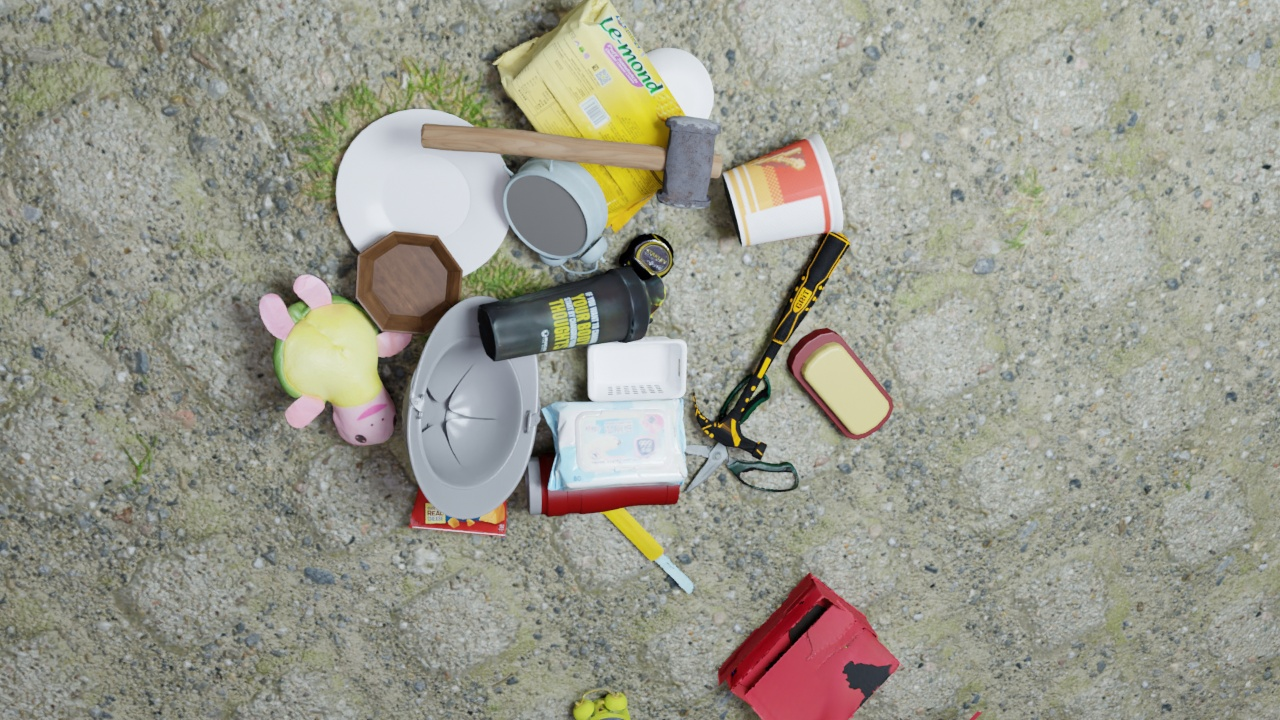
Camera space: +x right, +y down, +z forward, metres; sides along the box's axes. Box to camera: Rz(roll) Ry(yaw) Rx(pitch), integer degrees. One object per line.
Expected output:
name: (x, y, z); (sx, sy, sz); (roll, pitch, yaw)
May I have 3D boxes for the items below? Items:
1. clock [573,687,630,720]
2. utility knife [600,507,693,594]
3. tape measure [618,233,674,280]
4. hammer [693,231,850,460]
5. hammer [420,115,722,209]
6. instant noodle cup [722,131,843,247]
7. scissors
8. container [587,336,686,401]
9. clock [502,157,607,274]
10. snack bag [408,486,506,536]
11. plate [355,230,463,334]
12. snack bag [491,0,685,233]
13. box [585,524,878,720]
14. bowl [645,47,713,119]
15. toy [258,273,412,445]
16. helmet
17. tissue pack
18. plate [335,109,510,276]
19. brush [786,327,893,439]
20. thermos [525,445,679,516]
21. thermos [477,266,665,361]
clock: (-0.053, 0.540, 1.369); (0.083, 0.057, 0.119); (-15, 110, -3)
utility knife: (0.004, 0.259, 1.304); (0.030, 0.019, 0.225); (-39, 105, 11)
tape measure: (0.012, -0.131, 1.167); (0.061, 0.034, 0.061); (37, 102, -19)
hammer: (0.181, -0.029, 1.219); (0.123, 0.036, 0.321); (30, 99, 8)
hammer: (-0.074, -0.231, 1.002); (0.328, 0.052, 0.098); (6, 113, -2)
instant noodle cup: (0.171, -0.202, 1.128); (0.121, 0.123, 0.123); (-16, 110, 4)
scissors: (0.152, 0.127, 1.286); (0.204, 0.015, 0.202); (35, 100, -19)
container: (-0.007, 0.007, 1.201); (0.129, 0.049, 0.081); (-2, 109, -8)
clock: (-0.098, -0.171, 1.097); (0.123, 0.045, 0.159); (0, 128, 34)
snack bag: (-0.235, 0.161, 1.223); (0.130, 0.039, 0.144); (8, 101, -10)
plate: (-0.280, -0.096, 1.117); (0.131, 0.025, 0.131); (-3, 107, -11)
snack bag: (-0.044, -0.279, 1.061); (0.160, 0.068, 0.247); (-27, 112, 29)
box: (0.145, 0.381, 1.258); (0.214, 0.171, 0.478); (-48, 146, 7)
bowl: (0.036, -0.315, 1.100); (0.114, 0.050, 0.115); (-3, 109, -8)
toy: (-0.370, 0.005, 1.121); (0.189, 0.088, 0.238); (-49, 127, -32)
helmet: (-0.232, 0.057, 1.153); (0.183, 0.118, 0.271); (12, 81, -41)
tissue pack: (-0.032, 0.106, 1.165); (0.181, 0.070, 0.112); (-1, 77, -12)
plate: (-0.260, -0.197, 1.113); (0.208, 0.015, 0.209); (-3, 109, -8)
brush: (0.278, 0.036, 1.259); (0.082, 0.042, 0.173); (-41, 109, 6)
thermos: (-0.052, 0.150, 1.225); (0.198, 0.084, 0.108); (-2, 110, -10)
thermos: (-0.083, -0.054, 1.122); (0.220, 0.098, 0.098); (-14, 111, -22)
